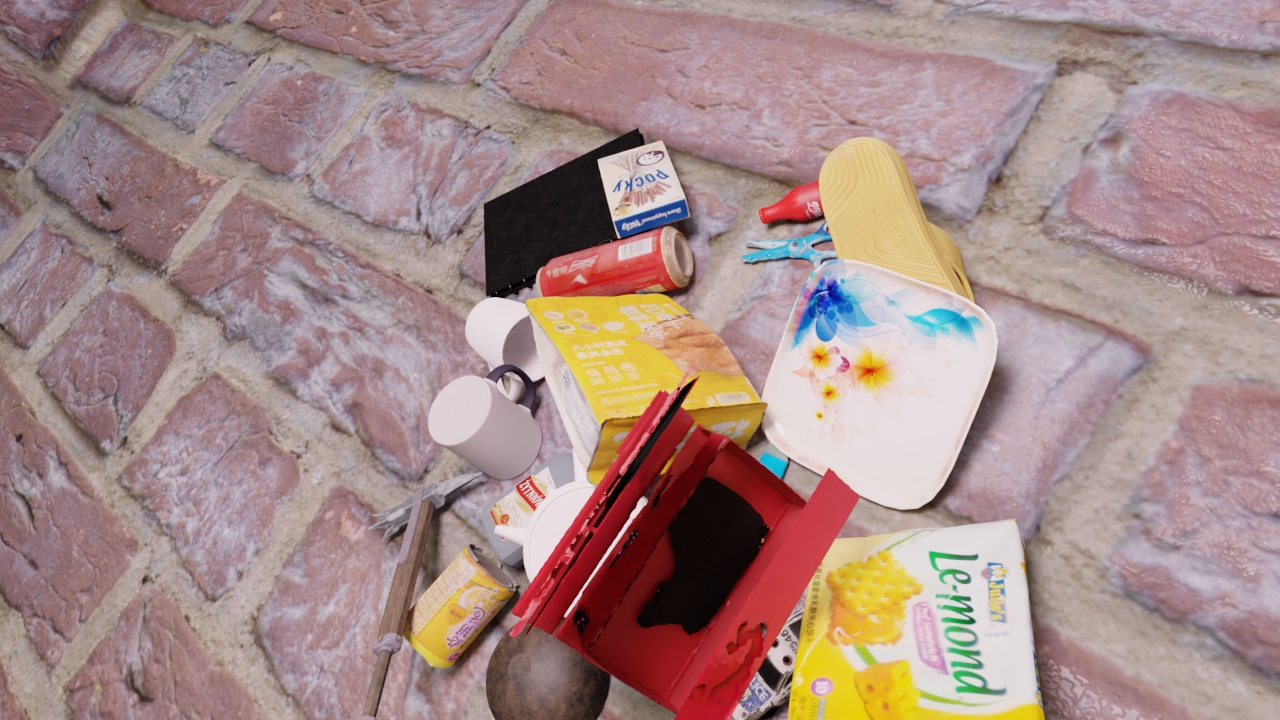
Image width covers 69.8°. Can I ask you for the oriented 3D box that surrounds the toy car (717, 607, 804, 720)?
[{"bbox_3d":[0.110,0.244,0.736,0.113,0.040,0.048,-42,48,3],"label":"toy car"}]

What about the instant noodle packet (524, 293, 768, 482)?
[{"bbox_3d":[-0.005,0.005,0.877,0.162,0.084,0.221,-6,41,-23],"label":"instant noodle packet"}]

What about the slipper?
[{"bbox_3d":[0.237,-0.077,0.826,0.100,0.078,0.263,-27,70,32],"label":"slipper"}]

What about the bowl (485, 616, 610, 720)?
[{"bbox_3d":[-0.093,0.282,0.825,0.121,0.056,0.121,-15,56,23],"label":"bowl"}]

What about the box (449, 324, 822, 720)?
[{"bbox_3d":[-0.001,0.129,0.695,0.124,0.315,0.210,26,75,40],"label":"box"}]

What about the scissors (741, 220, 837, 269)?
[{"bbox_3d":[0.168,-0.125,0.945,0.141,0.014,0.090,10,69,36],"label":"scissors"}]

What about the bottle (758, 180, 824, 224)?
[{"bbox_3d":[0.180,-0.166,0.944,0.119,0.036,0.036,-15,56,23],"label":"bottle"}]

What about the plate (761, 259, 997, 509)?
[{"bbox_3d":[0.200,0.018,0.790,0.187,0.016,0.187,27,104,37],"label":"plate"}]

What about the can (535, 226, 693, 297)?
[{"bbox_3d":[-0.029,-0.096,1.007,0.170,0.067,0.067,-12,57,24],"label":"can"}]

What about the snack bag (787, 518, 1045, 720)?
[{"bbox_3d":[0.192,0.212,0.637,0.160,0.068,0.246,-9,29,23],"label":"snack bag"}]

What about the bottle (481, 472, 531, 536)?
[{"bbox_3d":[-0.080,0.133,0.913,0.161,0.046,0.072,-36,50,7],"label":"bottle"}]

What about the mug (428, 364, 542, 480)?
[{"bbox_3d":[-0.154,0.058,0.969,0.079,0.097,0.111,22,75,38],"label":"mug"}]

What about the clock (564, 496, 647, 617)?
[{"bbox_3d":[-0.037,0.173,0.833,0.125,0.073,0.161,-45,79,0],"label":"clock"}]

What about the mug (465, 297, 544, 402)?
[{"bbox_3d":[-0.148,-0.011,1.031,0.088,0.080,0.114,26,108,45],"label":"mug"}]

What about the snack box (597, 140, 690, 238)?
[{"bbox_3d":[0.001,-0.194,1.028,0.082,0.026,0.149,-17,38,2],"label":"snack box"}]

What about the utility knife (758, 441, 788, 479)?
[{"bbox_3d":[0.080,0.164,0.819,0.031,0.015,0.209,19,71,41],"label":"utility knife"}]

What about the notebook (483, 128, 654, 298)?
[{"bbox_3d":[-0.092,-0.177,1.126,0.232,0.019,0.169,-22,52,18],"label":"notebook"}]

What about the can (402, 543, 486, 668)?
[{"bbox_3d":[-0.178,0.240,0.894,0.105,0.067,0.067,-48,50,-4],"label":"can"}]

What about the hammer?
[{"bbox_3d":[-0.226,0.227,0.873,0.147,0.028,0.316,-30,28,16],"label":"hammer"}]
